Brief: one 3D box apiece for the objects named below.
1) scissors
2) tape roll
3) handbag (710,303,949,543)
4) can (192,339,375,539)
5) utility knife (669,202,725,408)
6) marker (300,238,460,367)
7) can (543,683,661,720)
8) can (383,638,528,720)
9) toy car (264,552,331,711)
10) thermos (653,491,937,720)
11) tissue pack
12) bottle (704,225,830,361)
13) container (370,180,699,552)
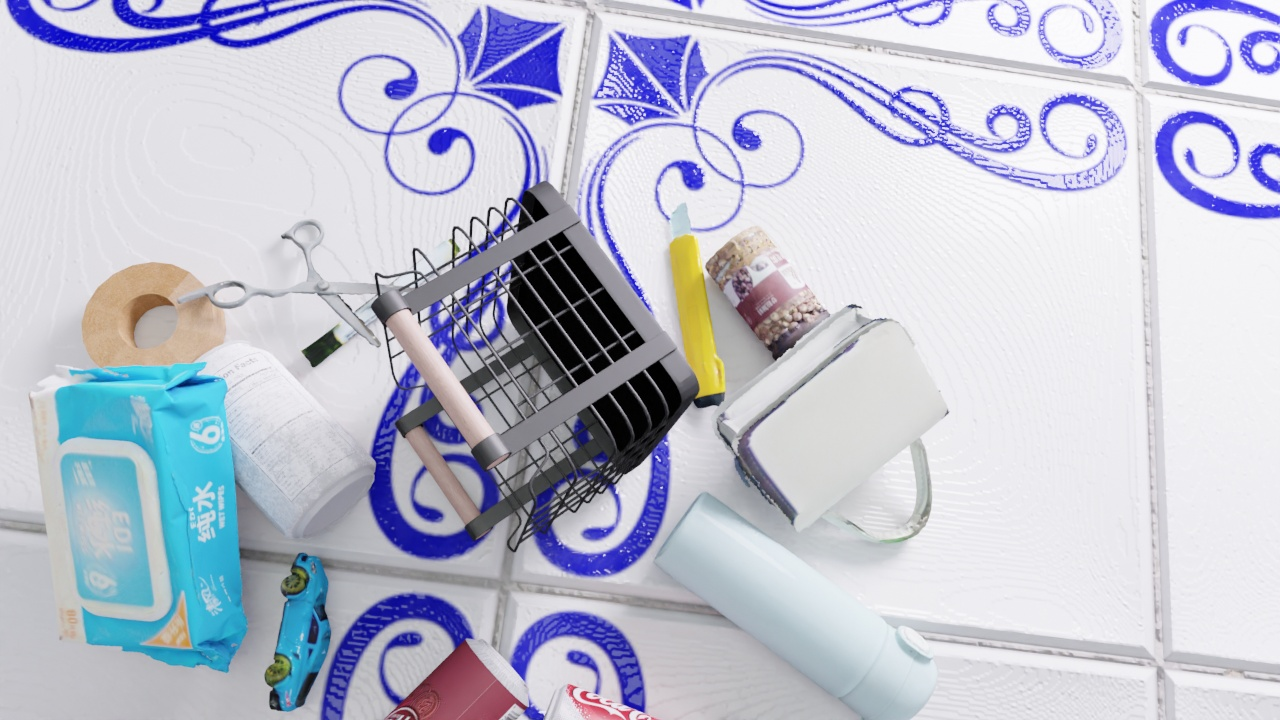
[{"bbox_3d":[-0.257,-0.053,0.693,0.171,0.014,0.141,-16,57,-19],"label":"scissors"},{"bbox_3d":[-0.365,-0.026,0.691,0.094,0.027,0.094,1,75,-4],"label":"tape roll"},{"bbox_3d":[0.154,0.066,0.684,0.151,0.074,0.176,-39,110,-3],"label":"handbag"},{"bbox_3d":[-0.260,0.056,0.652,0.136,0.078,0.078,44,76,7],"label":"can"},{"bbox_3d":[0.043,-0.046,0.733,0.030,0.017,0.175,-14,76,21],"label":"utility knife"},{"bbox_3d":[-0.201,-0.046,0.717,0.146,0.017,0.017,-41,81,-14],"label":"marker"},{"bbox_3d":[-0.018,0.267,0.621,0.105,0.064,0.064,21,74,1],"label":"can"},{"bbox_3d":[-0.133,0.247,0.617,0.114,0.063,0.063,-43,82,-14],"label":"can"},{"bbox_3d":[-0.232,0.187,0.634,0.032,0.048,0.105,4,74,-3],"label":"toy car"},{"bbox_3d":[0.111,0.179,0.654,0.207,0.065,0.078,35,109,6],"label":"thermos"},{"bbox_3d":[-0.326,0.105,0.604,0.117,0.066,0.209,0,99,14],"label":"tissue pack"},{"bbox_3d":[0.103,-0.049,0.721,0.056,0.056,0.105,-34,80,-13],"label":"bottle"},{"bbox_3d":[-0.081,0.019,0.600,0.130,0.242,0.163,-33,80,-20],"label":"container"}]
